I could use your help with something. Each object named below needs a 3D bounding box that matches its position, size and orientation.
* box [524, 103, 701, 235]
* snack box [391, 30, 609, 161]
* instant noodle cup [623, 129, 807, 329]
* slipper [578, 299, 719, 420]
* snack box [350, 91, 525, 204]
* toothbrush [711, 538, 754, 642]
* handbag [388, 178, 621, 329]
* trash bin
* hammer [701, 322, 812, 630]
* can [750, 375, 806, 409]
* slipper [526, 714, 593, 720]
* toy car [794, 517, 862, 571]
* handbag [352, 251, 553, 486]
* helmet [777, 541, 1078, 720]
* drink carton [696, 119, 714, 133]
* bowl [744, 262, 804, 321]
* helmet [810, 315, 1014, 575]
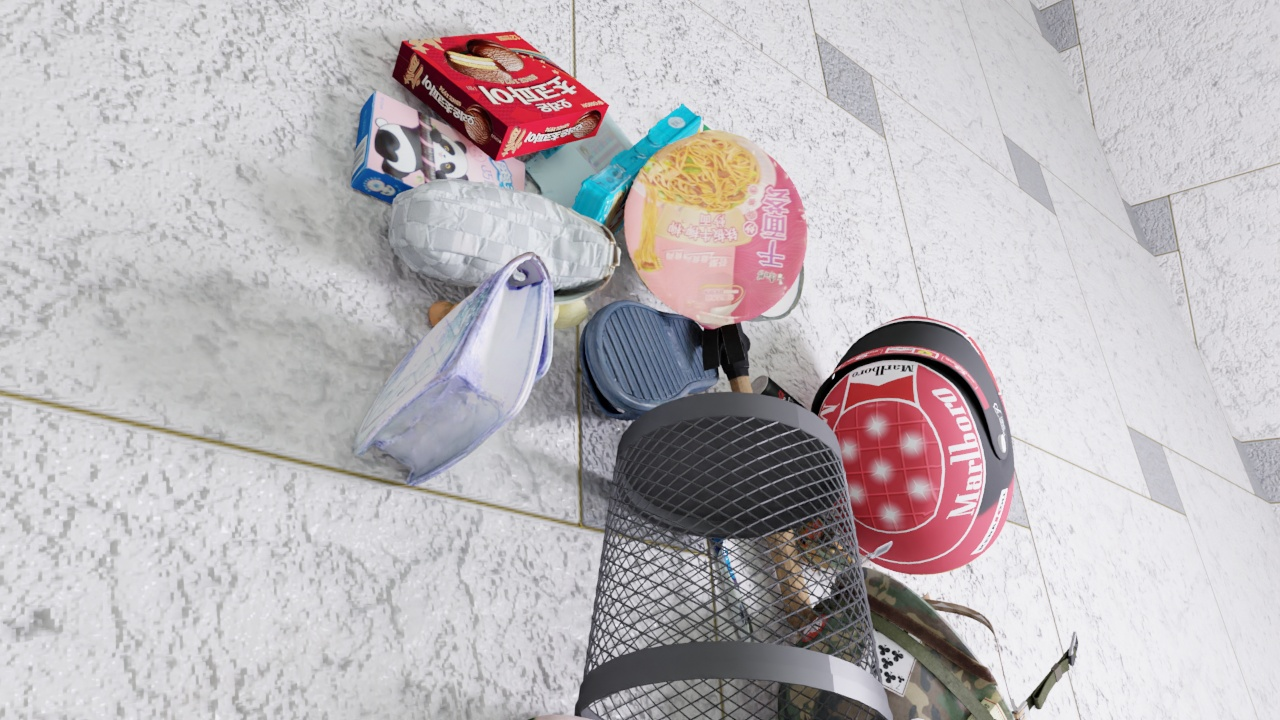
[{"bbox_3d":[-0.043,-0.200,0.922,0.117,0.097,0.226,34,43,5],"label":"box"},{"bbox_3d":[-0.127,-0.251,0.857,0.132,0.036,0.151,40,37,14],"label":"snack box"},{"bbox_3d":[0.063,-0.119,0.882,0.178,0.078,0.178,1,85,-13],"label":"instant noodle cup"},{"bbox_3d":[-0.005,0.005,0.837,0.263,0.083,0.101,-8,75,-67],"label":"slipper"},{"bbox_3d":[-0.171,-0.162,0.800,0.154,0.033,0.087,21,52,-35],"label":"snack box"},{"bbox_3d":[0.077,0.171,0.854,0.016,0.017,0.189,4,63,-45],"label":"toothbrush"},{"bbox_3d":[-0.120,-0.078,0.745,0.171,0.113,0.123,10,93,-28],"label":"handbag"},{"bbox_3d":[0.068,0.171,0.702,0.217,0.218,0.226,30,44,-29],"label":"trash bin"},{"bbox_3d":[0.118,0.107,0.895,0.132,0.040,0.305,24,51,-73],"label":"hammer"},{"bbox_3d":[0.153,0.051,0.993,0.080,0.032,0.031,39,44,-22],"label":"can"},{"bbox_3d":[0.014,0.314,0.649,0.239,0.094,0.064,27,45,-23],"label":"slipper"},{"bbox_3d":[0.180,0.186,0.918,0.047,0.047,0.112,43,3,-14],"label":"toy car"},{"bbox_3d":[-0.124,0.009,0.647,0.069,0.159,0.126,35,46,-20],"label":"handbag"},{"bbox_3d":[0.229,0.276,0.794,0.235,0.193,0.224,-16,111,-31],"label":"helmet"},{"bbox_3d":[0.072,-0.216,1.069,0.058,0.041,0.122,30,48,-29],"label":"drink carton"},{"bbox_3d":[0.106,-0.111,1.003,0.153,0.073,0.153,15,68,-41],"label":"bowl"},{"bbox_3d":[0.279,0.086,0.955,0.224,0.198,0.271,-3,84,-60],"label":"helmet"}]
